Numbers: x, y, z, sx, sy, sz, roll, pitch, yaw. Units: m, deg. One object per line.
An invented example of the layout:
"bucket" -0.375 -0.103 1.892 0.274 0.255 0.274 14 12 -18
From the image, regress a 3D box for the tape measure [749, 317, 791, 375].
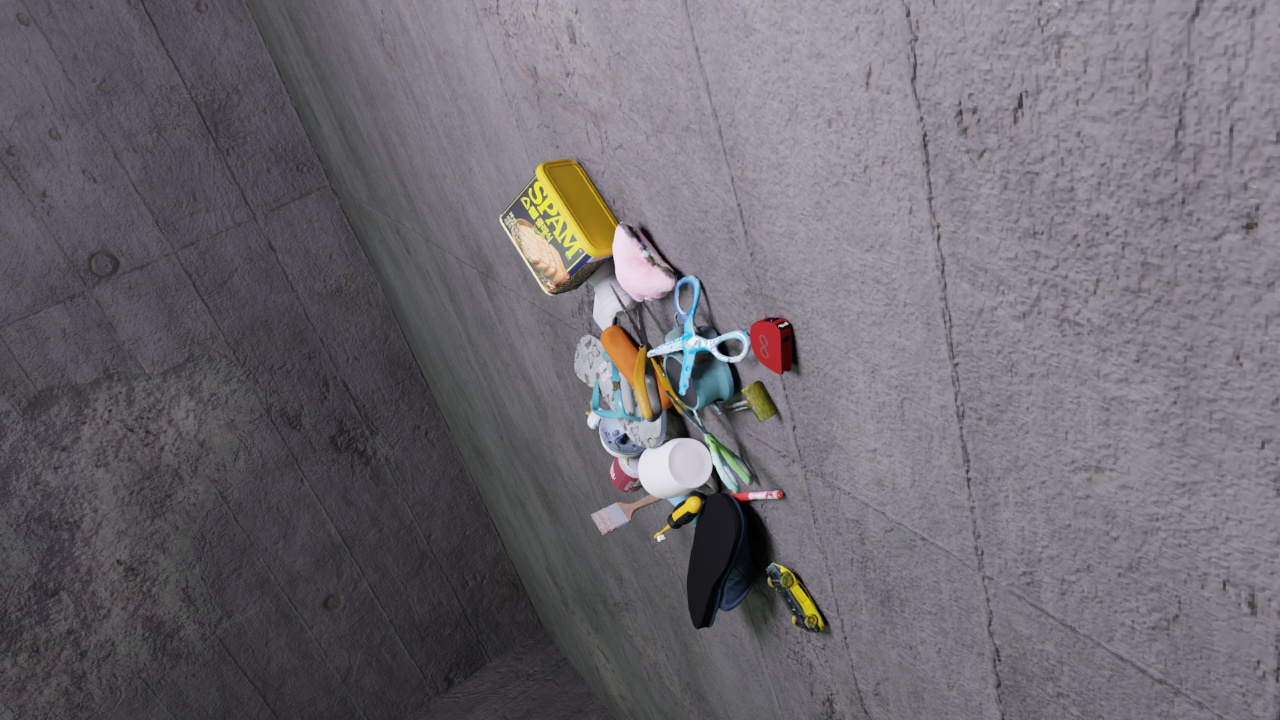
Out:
"tape measure" 0.132 -0.021 0.925 0.051 0.019 0.059 40 145 48

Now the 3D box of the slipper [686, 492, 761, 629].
"slipper" 0.125 0.278 1.280 0.108 0.083 0.266 -105 17 -45

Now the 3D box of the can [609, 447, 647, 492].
"can" -0.012 0.170 1.472 0.063 0.063 0.114 56 160 13

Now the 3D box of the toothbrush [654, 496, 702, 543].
"toothbrush" 0.051 0.233 1.336 0.031 0.031 0.197 68 156 18

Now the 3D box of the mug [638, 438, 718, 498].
"mug" 0.064 0.156 1.270 0.114 0.080 0.088 32 158 -13

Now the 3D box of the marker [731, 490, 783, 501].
"marker" 0.147 0.173 1.167 0.013 0.012 0.142 60 160 0

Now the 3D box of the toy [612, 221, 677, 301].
"toy" 0.000 -0.105 1.079 0.102 0.050 0.093 50 155 17

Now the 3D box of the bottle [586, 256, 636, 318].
"bottle" -0.055 -0.121 1.198 0.136 0.044 0.044 60 160 3

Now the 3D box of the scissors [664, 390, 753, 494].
"scissors" 0.087 0.098 1.112 0.171 0.024 0.165 45 -159 -19

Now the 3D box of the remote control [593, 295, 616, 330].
"remote control" -0.048 -0.084 1.289 0.045 0.008 0.147 53 159 20

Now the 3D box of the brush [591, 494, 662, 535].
"brush" -0.003 0.222 1.402 0.045 0.143 0.008 51 159 48

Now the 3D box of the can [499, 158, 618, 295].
"can" -0.098 -0.163 1.140 0.105 0.075 0.135 -39 80 39

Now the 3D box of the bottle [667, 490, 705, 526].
"bottle" 0.071 0.208 1.359 0.130 0.040 0.040 40 152 45

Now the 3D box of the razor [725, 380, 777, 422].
"razor" 0.120 0.051 1.053 0.042 0.026 0.106 58 164 -1

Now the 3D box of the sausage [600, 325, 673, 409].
"sausage" -0.007 0.007 1.251 0.164 0.044 0.039 50 117 38

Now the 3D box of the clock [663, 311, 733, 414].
"clock" 0.064 0.001 1.071 0.090 0.053 0.124 12 126 64

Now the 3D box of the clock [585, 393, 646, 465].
"clock" -0.030 0.095 1.387 0.117 0.083 0.057 55 166 11

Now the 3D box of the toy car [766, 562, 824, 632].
"toy car" 0.202 0.309 1.197 0.107 0.030 0.049 57 162 2

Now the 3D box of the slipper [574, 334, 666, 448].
"slipper" -0.043 0.031 1.327 0.269 0.054 0.098 45 121 50

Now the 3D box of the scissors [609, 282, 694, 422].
"scissors" 0.014 0.007 1.122 0.225 0.016 0.229 58 -162 -27

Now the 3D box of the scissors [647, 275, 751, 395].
"scissors" 0.060 -0.032 1.020 0.134 0.011 0.140 -15 81 37
